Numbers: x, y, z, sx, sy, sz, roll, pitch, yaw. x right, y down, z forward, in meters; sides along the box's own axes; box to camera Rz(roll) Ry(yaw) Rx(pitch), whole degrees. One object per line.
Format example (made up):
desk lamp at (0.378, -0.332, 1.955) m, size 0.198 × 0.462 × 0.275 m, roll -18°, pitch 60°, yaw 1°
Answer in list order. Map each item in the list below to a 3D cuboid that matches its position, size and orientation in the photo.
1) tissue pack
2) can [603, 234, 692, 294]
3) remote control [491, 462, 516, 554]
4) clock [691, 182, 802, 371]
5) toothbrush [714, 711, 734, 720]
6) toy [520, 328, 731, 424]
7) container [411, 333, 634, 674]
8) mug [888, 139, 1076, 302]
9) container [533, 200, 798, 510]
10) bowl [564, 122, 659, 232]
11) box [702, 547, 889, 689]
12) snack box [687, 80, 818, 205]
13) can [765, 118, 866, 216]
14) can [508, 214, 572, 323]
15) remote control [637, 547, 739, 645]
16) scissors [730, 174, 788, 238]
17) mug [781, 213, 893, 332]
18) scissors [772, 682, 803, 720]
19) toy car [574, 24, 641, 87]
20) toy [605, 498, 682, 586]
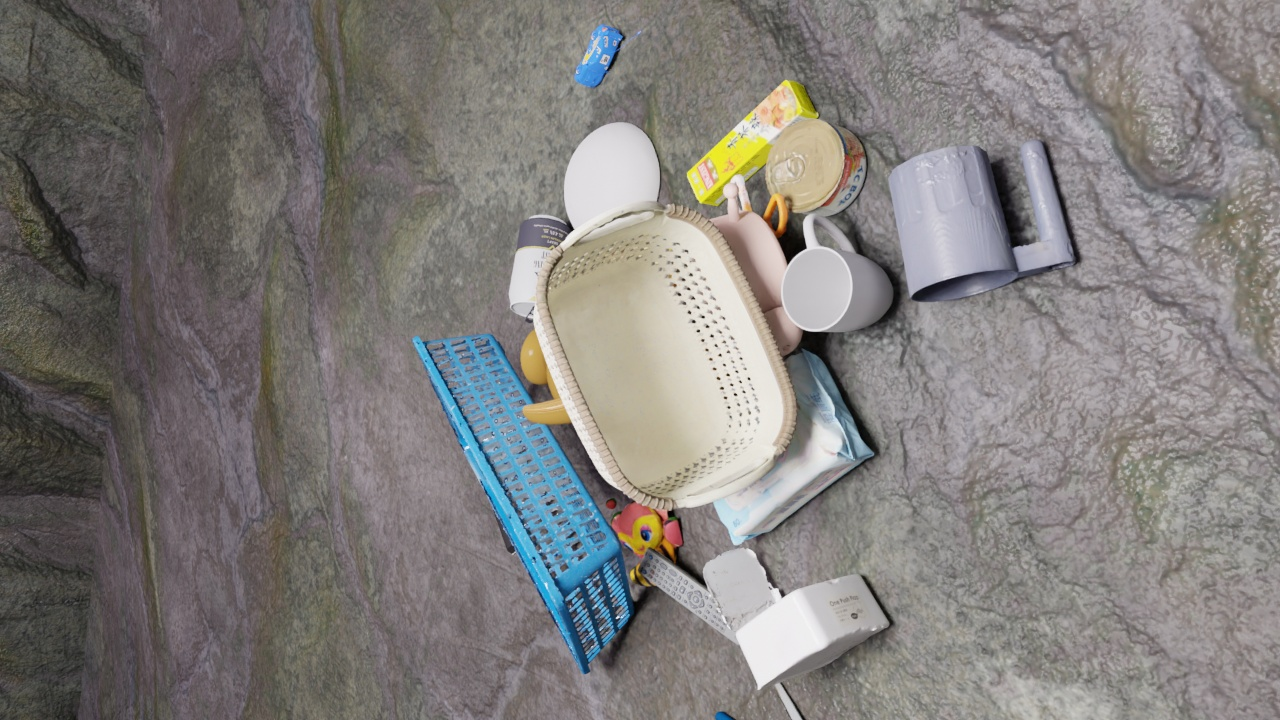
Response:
tissue pack at (0.124, 0.086, 0.868) m, size 0.182 × 0.069 × 0.112 m, roll -46°, pitch 58°, yaw 36°
can at (0.017, -0.104, 0.979) m, size 0.105 × 0.067 × 0.067 m, roll 4°, pitch 93°, yaw 45°
remote control at (-0.187, 0.197, 1.224) m, size 0.028 × 0.011 × 0.124 m, roll -43°, pitch 61°, yaw 37°
clock at (0.085, -0.068, 0.866) m, size 0.160 × 0.086 × 0.131 m, roll 65°, pitch 166°, yaw 5°
toothbrush at (0.136, 0.391, 0.896) m, size 0.168 × 0.014 × 0.014 m, roll 23°, pitch 105°, yaw 44°
toy at (-0.005, 0.006, 0.949) m, size 0.204 × 0.198 × 0.163 m, roll 16°, pitch 138°, yaw 31°
container at (-0.123, 0.147, 1.035) m, size 0.362 × 0.089 × 0.258 m, roll 54°, pitch 164°, yaw 30°
mug at (0.266, -0.112, 0.727) m, size 0.124 × 0.083 × 0.104 m, roll -13°, pitch 78°, yaw 21°
container at (0.011, 0.001, 0.793) m, size 0.246 × 0.184 × 0.143 m, roll 67°, pitch 161°, yaw 2°
bowl at (-0.045, -0.202, 1.059) m, size 0.150 × 0.043 × 0.149 m, roll 0°, pitch 90°, yaw 45°
box at (0.129, 0.216, 0.841) m, size 0.126 × 0.108 × 0.136 m, roll -48°, pitch 55°, yaw 37°
snack box at (0.109, -0.213, 0.913) m, size 0.148 × 0.028 × 0.040 m, roll -38°, pitch 63°, yaw 39°
can at (0.162, -0.177, 0.849) m, size 0.086 × 0.043 × 0.086 m, roll -1°, pitch 89°, yaw 45°
can at (-0.120, -0.106, 1.100) m, size 0.064 × 0.064 × 0.127 m, roll -11°, pitch 66°, yaw 45°
remote control at (0.056, 0.244, 0.952) m, size 0.136 × 0.013 × 0.033 m, roll 30°, pitch 111°, yaw 24°
scissors at (0.110, -0.126, 0.890) m, size 0.126 × 0.011 × 0.127 m, roll 108°, pitch 143°, yaw -54°
mug at (0.174, -0.077, 0.803) m, size 0.071 × 0.089 × 0.107 m, roll -24°, pitch 73°, yaw 43°
scissors at (0.168, 0.353, 0.859) m, size 0.174 × 0.014 × 0.141 m, roll -29°, pitch 60°, yaw 36°
toy car at (-0.035, -0.347, 1.053) m, size 0.062 × 0.033 × 0.092 m, roll 54°, pitch 125°, yaw 39°
toy at (0.006, 0.195, 1.006) m, size 0.084 × 0.046 × 0.103 m, roll -17°, pitch 88°, yaw 22°
